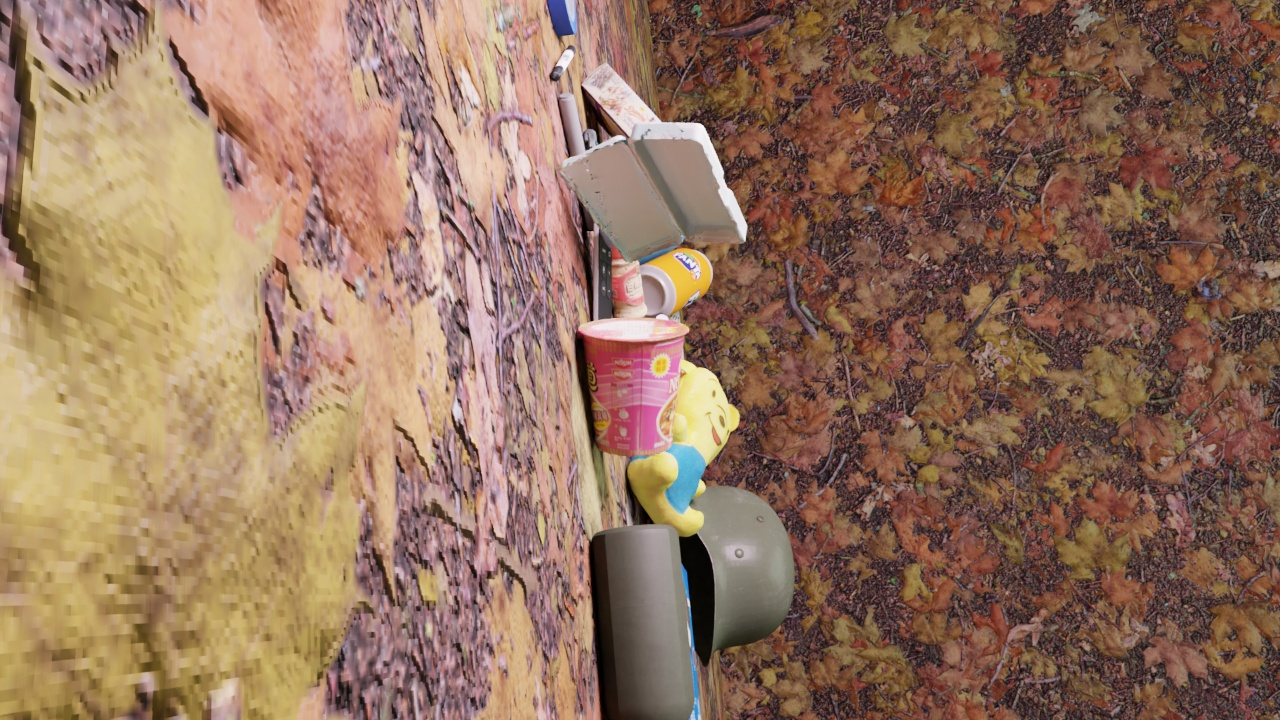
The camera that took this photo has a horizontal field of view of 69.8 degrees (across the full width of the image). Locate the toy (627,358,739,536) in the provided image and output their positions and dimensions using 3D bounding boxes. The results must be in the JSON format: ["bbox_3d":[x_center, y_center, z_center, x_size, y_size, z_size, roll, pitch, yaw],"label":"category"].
[{"bbox_3d":[0.049,0.097,1.088,0.213,0.084,0.149,-66,149,-42],"label":"toy"}]

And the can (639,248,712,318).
[{"bbox_3d":[0.042,-0.108,1.279,0.142,0.079,0.079,-32,118,-56],"label":"can"}]

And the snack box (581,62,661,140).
[{"bbox_3d":[0.000,-0.269,1.105,0.148,0.040,0.143,49,2,6],"label":"snack box"}]

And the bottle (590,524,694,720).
[{"bbox_3d":[0.004,0.236,0.718,0.071,0.071,0.206,64,20,-74],"label":"bottle"}]

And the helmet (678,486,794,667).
[{"bbox_3d":[0.117,0.266,1.183,0.267,0.154,0.227,-95,-172,-56],"label":"helmet"}]

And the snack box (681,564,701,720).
[{"bbox_3d":[0.019,0.288,0.900,0.239,0.056,0.195,68,15,-67],"label":"snack box"}]

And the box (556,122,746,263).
[{"bbox_3d":[0.019,-0.153,0.859,0.197,0.136,0.049,47,35,-63],"label":"box"}]

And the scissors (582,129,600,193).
[{"bbox_3d":[-0.050,-0.211,0.957,0.153,0.019,0.128,-97,-179,-45],"label":"scissors"}]

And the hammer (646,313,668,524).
[{"bbox_3d":[0.020,0.104,1.190,0.123,0.036,0.320,124,-34,-67],"label":"hammer"}]

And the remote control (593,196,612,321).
[{"bbox_3d":[-0.037,-0.089,0.918,0.045,0.008,0.146,14,76,-76],"label":"remote control"}]

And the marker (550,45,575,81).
[{"bbox_3d":[-0.074,-0.289,0.888,0.152,0.011,0.011,-86,168,-62],"label":"marker"}]

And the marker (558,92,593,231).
[{"bbox_3d":[-0.059,-0.191,0.894,0.016,0.016,0.141,-90,171,-53],"label":"marker"}]

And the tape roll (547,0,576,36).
[{"bbox_3d":[-0.079,-0.367,0.896,0.093,0.016,0.091,76,9,-54],"label":"tape roll"}]

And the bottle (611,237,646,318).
[{"bbox_3d":[-0.019,-0.101,1.072,0.044,0.044,0.109,-86,168,-64],"label":"bottle"}]

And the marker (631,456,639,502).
[{"bbox_3d":[-0.007,0.109,1.090,0.012,0.013,0.142,-85,167,-65],"label":"marker"}]

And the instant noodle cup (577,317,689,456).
[{"bbox_3d":[-0.006,0.024,0.814,0.097,0.098,0.109,-75,165,-76],"label":"instant noodle cup"}]

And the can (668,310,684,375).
[{"bbox_3d":[0.027,-0.039,1.348,0.067,0.067,0.170,71,13,-65],"label":"can"}]

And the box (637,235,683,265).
[{"bbox_3d":[-0.010,-0.190,1.225,0.102,0.094,0.231,54,4,4],"label":"box"}]
